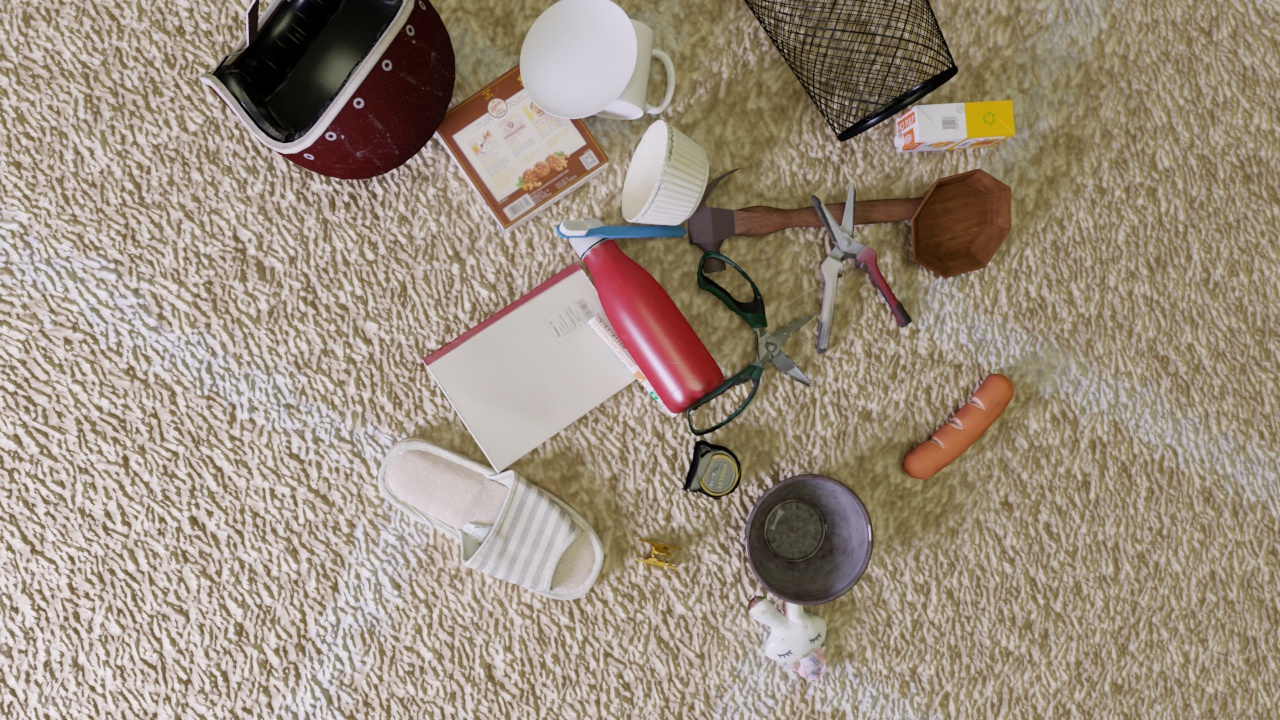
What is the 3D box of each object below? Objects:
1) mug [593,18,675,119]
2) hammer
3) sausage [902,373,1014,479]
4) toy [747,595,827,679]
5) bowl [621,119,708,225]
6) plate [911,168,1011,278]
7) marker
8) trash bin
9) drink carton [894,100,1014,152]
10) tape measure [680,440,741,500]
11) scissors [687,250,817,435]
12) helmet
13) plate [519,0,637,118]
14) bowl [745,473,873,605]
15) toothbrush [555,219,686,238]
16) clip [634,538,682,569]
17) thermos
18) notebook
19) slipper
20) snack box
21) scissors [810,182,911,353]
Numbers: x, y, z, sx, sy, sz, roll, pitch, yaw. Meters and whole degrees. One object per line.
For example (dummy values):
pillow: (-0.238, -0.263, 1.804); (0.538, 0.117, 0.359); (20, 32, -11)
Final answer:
mug: (-0.011, -0.321, 1.029); (0.110, 0.074, 0.090); (8, 88, -27)
hammer: (0.215, -0.171, 1.068); (0.323, 0.033, 0.115); (-5, 94, -7)
sausage: (0.376, 0.081, 1.079); (0.164, 0.039, 0.044); (-42, 91, -5)
toy: (0.177, 0.313, 1.057); (0.079, 0.038, 0.122); (-30, 95, -13)
bowl: (0.031, -0.200, 1.014); (0.062, 0.115, 0.115); (15, 88, -21)
plate: (0.368, -0.161, 1.066); (0.131, 0.025, 0.131); (-5, 117, -11)
marker: (-0.006, 0.006, 1.038); (0.017, 0.017, 0.145); (-42, 96, -5)
trash bin: (0.231, -0.369, 1.004); (0.184, 0.184, 0.210); (-33, 99, -6)
drink carton: (0.363, -0.272, 1.070); (0.122, 0.058, 0.040); (-5, 90, -6)
tape measure: (0.084, 0.127, 1.050); (0.061, 0.034, 0.061); (18, 88, -3)
scissors: (0.104, -0.011, 1.052); (0.201, 0.015, 0.205); (43, 89, -11)
helmet: (-0.305, -0.309, 0.905); (0.253, 0.234, 0.233); (37, 91, -23)
plate: (-0.066, -0.325, 0.987); (0.135, 0.011, 0.134); (-1, 86, 18)
bowl: (0.183, 0.198, 1.043); (0.145, 0.067, 0.145); (0, 89, -6)
toothbrush: (-0.017, -0.145, 1.016); (0.166, 0.014, 0.016); (-5, 59, -32)
clip: (0.022, 0.218, 1.040); (0.054, 0.048, 0.046); (14, 47, -5)
thermos: (0.000, -0.055, 1.018); (0.073, 0.073, 0.240); (-34, 82, -6)
notebook: (-0.113, 0.005, 1.023); (0.208, 0.012, 0.153); (-34, 92, -17)
slipper: (-0.165, 0.174, 1.016); (0.272, 0.054, 0.114); (32, 81, -4)
snack box: (-0.134, -0.241, 1.026); (0.143, 0.041, 0.147); (-35, 93, -5)
scissors: (0.242, -0.094, 1.063); (0.198, 0.015, 0.179); (34, 94, -16)
